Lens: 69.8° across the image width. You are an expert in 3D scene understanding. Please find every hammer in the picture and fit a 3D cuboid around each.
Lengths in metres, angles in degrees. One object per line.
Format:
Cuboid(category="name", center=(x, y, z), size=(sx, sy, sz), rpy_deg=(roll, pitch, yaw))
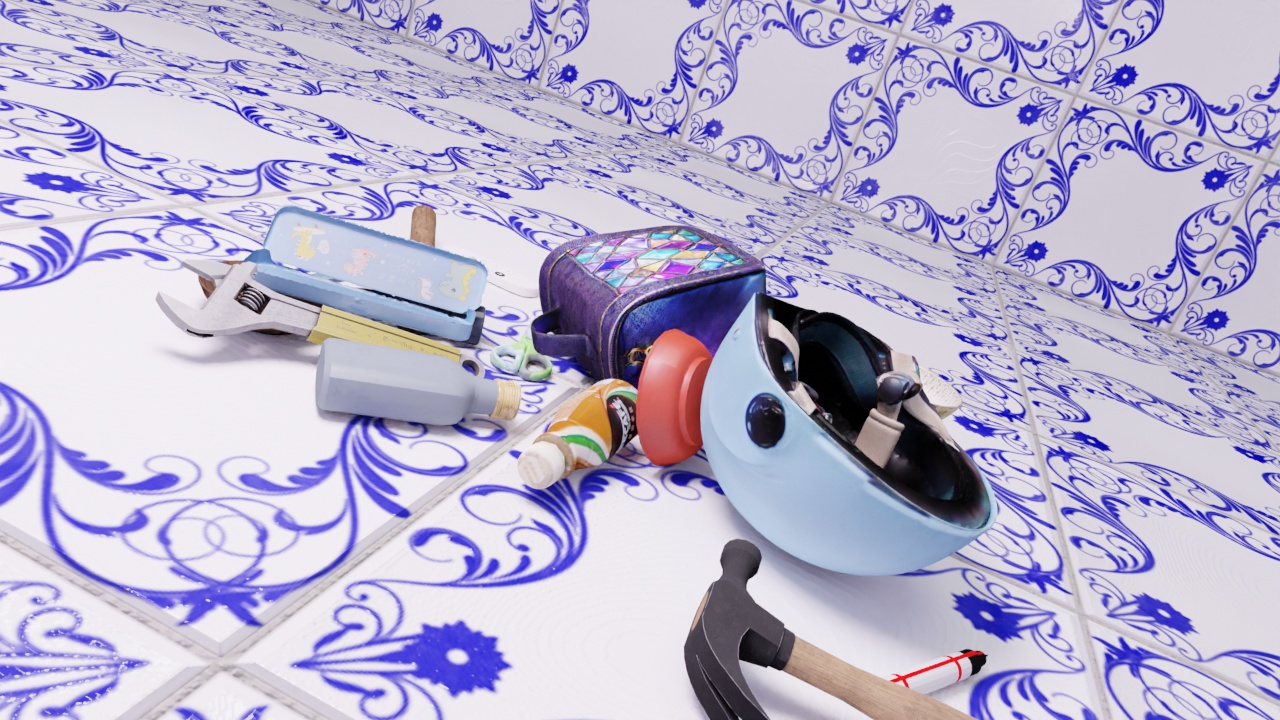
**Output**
Cuboid(category="hammer", center=(-0.245, -0.112, 1.020), size=(0.129, 0.040, 0.321), rpy_deg=(11, 25, -17))
Cuboid(category="hammer", center=(0.172, 0.223, 0.551), size=(0.305, 0.040, 0.132), rpy_deg=(27, 34, 4))

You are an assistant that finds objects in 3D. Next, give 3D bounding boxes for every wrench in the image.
Cuboid(category="wrench", center=(-0.257, -0.023, 0.775), size=(0.273, 0.018, 0.083), rpy_deg=(20, 49, -28))

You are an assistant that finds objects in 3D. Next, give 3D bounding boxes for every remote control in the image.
Cuboid(category="remote control", center=(-0.185, -0.110, 1.129), size=(0.136, 0.013, 0.043), rpy_deg=(25, 21, 14))

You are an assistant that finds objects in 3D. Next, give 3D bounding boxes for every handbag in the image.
Cuboid(category="handbag", center=(-0.003, -0.046, 0.925), size=(0.221, 0.126, 0.205), rpy_deg=(-15, 27, -19))

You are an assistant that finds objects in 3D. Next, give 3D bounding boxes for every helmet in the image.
Cuboid(category="helmet", center=(0.157, 0.074, 0.748), size=(0.225, 0.167, 0.265), rpy_deg=(13, 29, -34))

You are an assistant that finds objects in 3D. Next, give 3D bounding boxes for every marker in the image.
Cuboid(category="marker", center=(0.202, 0.218, 0.636), size=(0.145, 0.019, 0.019), rpy_deg=(1, 27, -40))

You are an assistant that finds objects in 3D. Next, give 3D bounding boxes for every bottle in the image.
Cuboid(category="bottle", center=(-0.179, 0.022, 0.751), size=(0.161, 0.046, 0.072), rpy_deg=(10, 22, -24))
Cuboid(category="bottle", center=(-0.049, 0.061, 0.749), size=(0.059, 0.059, 0.166), rpy_deg=(25, 21, 14))

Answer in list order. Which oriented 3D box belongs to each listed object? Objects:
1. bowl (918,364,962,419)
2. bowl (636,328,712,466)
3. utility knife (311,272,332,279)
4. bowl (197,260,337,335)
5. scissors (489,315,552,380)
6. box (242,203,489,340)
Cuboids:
Cuboid(category="bowl", center=(0.262, 0.038, 0.982), size=(0.145, 0.063, 0.145), rpy_deg=(18, 20, -7))
Cuboid(category="bowl", center=(0.040, 0.035, 0.804), size=(0.035, 0.122, 0.121), rpy_deg=(6, 13, 28))
Cuboid(category="utility knife", center=(-0.298, -0.105, 1.014), size=(0.031, 0.015, 0.197), rpy_deg=(21, 21, 13))
Cuboid(category="bowl", center=(-0.331, -0.051, 0.819), size=(0.119, 0.032, 0.119), rpy_deg=(17, 21, -7))
Cuboid(category="scissors", center=(-0.117, -0.018, 0.962), size=(0.065, 0.033, 0.173), rpy_deg=(14, 24, -5))
Cuboid(category="box", center=(-0.252, -0.077, 0.859), size=(0.209, 0.039, 0.126), rpy_deg=(16, 36, -11))
